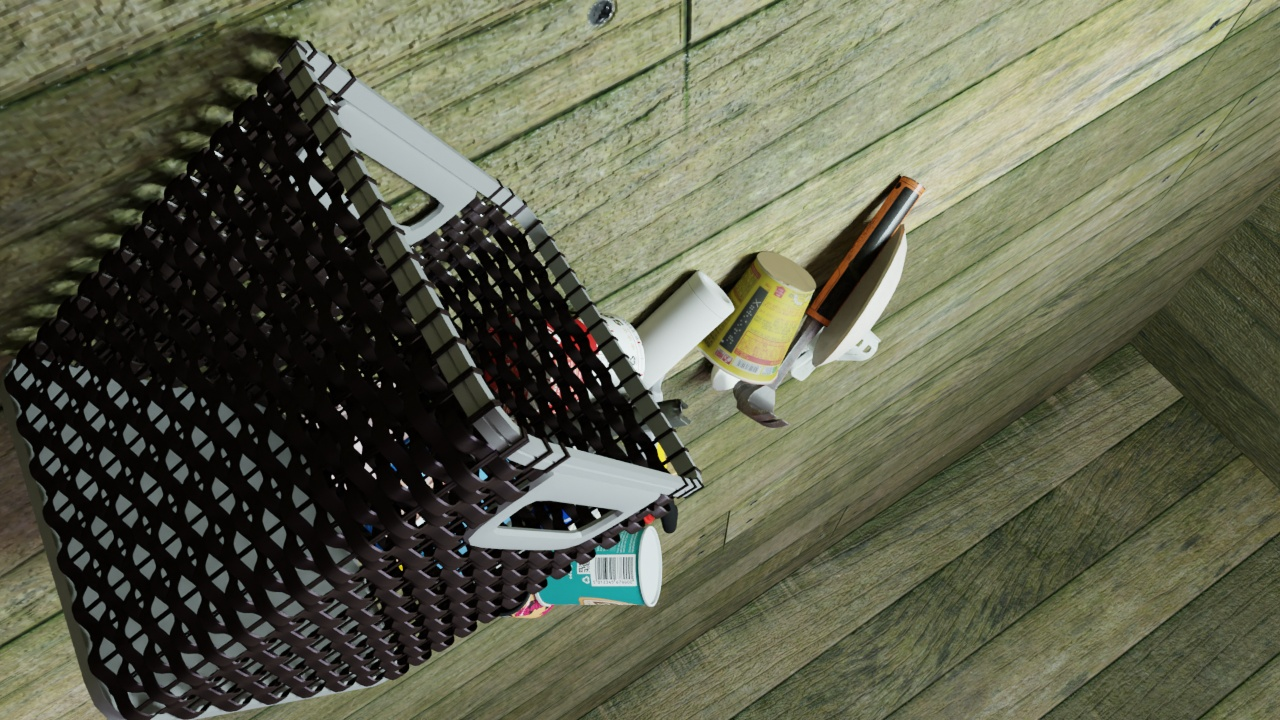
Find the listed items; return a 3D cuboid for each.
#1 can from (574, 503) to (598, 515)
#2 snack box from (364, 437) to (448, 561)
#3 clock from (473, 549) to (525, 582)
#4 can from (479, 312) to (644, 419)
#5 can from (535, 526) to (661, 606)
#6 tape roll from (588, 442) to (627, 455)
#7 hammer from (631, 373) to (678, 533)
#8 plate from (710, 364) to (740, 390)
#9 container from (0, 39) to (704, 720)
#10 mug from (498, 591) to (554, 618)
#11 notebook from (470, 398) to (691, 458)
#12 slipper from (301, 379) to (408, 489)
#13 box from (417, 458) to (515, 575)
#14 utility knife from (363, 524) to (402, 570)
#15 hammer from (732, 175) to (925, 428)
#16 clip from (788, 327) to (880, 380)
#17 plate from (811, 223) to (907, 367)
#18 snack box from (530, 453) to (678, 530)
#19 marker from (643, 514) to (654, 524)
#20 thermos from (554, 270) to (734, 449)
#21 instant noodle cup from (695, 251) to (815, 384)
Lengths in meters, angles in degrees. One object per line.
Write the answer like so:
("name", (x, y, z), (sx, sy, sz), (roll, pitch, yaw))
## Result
("can", (-0.079, 0.142, 1.036), (0.031, 0.080, 0.032), (-29, 156, -15))
("snack box", (-0.213, 0.122, 0.843), (0.087, 0.034, 0.152), (-46, 163, -30))
("clock", (-0.168, 0.248, 1.126), (0.147, 0.056, 0.104), (-50, -178, -29))
("can", (-0.065, 0.003, 0.784), (0.116, 0.086, 0.087), (-4, 141, -51))
("can", (-0.055, 0.265, 1.181), (0.144, 0.099, 0.099), (-4, 163, 16))
("tape roll", (-0.031, 0.138, 1.079), (0.018, 0.094, 0.094), (-20, 152, -34))
("hammer", (0.022, 0.131, 1.071), (0.029, 0.126, 0.324), (3, 149, 9))
("plate", (0.123, -0.007, 1.102), (0.104, 0.026, 0.104), (-30, 155, -15))
("container", (-0.157, 0.032, 0.520), (0.244, 0.245, 0.247), (-37, 157, 11))
("mug", (-0.154, 0.282, 1.218), (0.118, 0.082, 0.098), (-63, 158, -7))
("notebook", (-0.061, 0.063, 0.826), (0.209, 0.029, 0.169), (-7, 175, 5))
("slipper", (-0.269, 0.095, 0.709), (0.239, 0.064, 0.094), (-26, 155, -19))
("box", (-0.183, 0.173, 0.987), (0.093, 0.054, 0.232), (-9, 145, -45))
("utility knife", (-0.265, 0.179, 0.906), (0.030, 0.019, 0.217), (-29, 145, 1))
("hammer", (0.209, -0.060, 1.005), (0.315, 0.035, 0.137), (-56, -167, 12))
("clip", (0.261, -0.020, 1.202), (0.152, 0.099, 0.126), (-51, 152, 8))
("plate", (0.258, -0.069, 1.051), (0.188, 0.027, 0.189), (-60, 179, -1))
("snack box", (-0.039, 0.163, 1.167), (0.206, 0.057, 0.056), (-17, 147, -37))
("marker", (-0.043, 0.215, 1.216), (0.145, 0.021, 0.023), (-17, 176, 35))
("thermos", (-0.005, 0.005, 0.914), (0.224, 0.052, 0.052), (-43, 156, 16))
("instant noodle cup", (0.127, -0.048, 0.954), (0.100, 0.100, 0.113), (-8, 136, -48))
